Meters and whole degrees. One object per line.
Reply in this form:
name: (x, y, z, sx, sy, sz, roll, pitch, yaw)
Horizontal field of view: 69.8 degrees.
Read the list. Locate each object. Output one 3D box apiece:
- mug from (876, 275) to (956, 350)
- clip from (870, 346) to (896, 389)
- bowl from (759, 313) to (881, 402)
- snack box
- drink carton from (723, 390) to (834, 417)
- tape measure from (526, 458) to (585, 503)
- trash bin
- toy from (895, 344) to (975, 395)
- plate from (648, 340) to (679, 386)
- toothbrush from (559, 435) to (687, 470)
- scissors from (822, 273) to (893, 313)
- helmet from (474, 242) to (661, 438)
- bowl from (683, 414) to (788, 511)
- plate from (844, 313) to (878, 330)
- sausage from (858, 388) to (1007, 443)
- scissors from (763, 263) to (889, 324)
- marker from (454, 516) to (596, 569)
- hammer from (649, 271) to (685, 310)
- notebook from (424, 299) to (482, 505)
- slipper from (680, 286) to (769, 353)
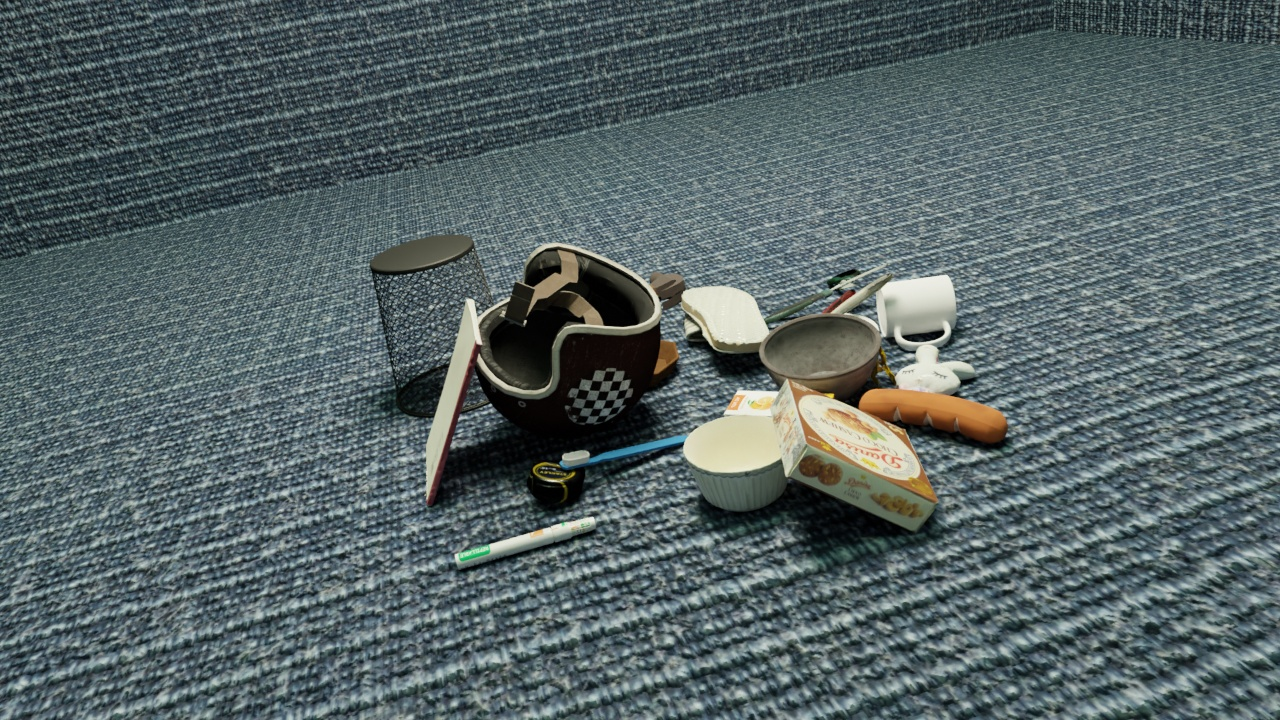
mug: (0.373, -0.059, 1.230, 0.090, 0.074, 0.110, -7, 50, 7)
clip: (0.295, 0.009, 1.138, 0.046, 0.048, 0.054, -48, 18, 18)
bowl: (0.223, 0.007, 1.126, 0.145, 0.067, 0.144, -11, 31, 6)
snack box: (0.207, 0.091, 0.909, 0.143, 0.041, 0.146, 24, 23, -8)
drink carton: (0.159, 0.068, 1.063, 0.123, 0.040, 0.058, 1, 27, 24)
tape measure: (-0.095, 0.136, 1.022, 0.062, 0.034, 0.061, 6, 20, 4)
trash bin: (-0.284, -0.056, 1.304, 0.184, 0.210, 0.183, -9, 25, 4)
toy: (0.346, 0.021, 1.093, 0.079, 0.038, 0.122, 17, 38, 32)
plate: (-0.008, 0.008, 1.278, 0.131, 0.025, 0.131, -9, 24, 4)
toothbrush: (-0.015, 0.102, 1.053, 0.166, 0.014, 0.016, -10, 26, -28)
scissors: (0.258, -0.062, 1.229, 0.180, 0.015, 0.198, -35, 3, 36)
helmet: (-0.090, -0.026, 1.108, 0.233, 0.254, 0.233, 8, 34, -24)
bowl: (0.106, 0.111, 0.962, 0.115, 0.062, 0.115, -8, 25, 4)
plate: (0.262, -0.034, 1.277, 0.134, 0.011, 0.134, -9, 24, 4)
sausage: (0.322, 0.058, 1.015, 0.164, 0.044, 0.039, 10, -3, 38)
scissors: (0.278, -0.106, 1.385, 0.202, 0.015, 0.204, -23, 5, 14)
marker: (-0.117, 0.187, 0.943, 0.145, 0.017, 0.017, -15, 25, -8)
hammer: (-0.078, -0.083, 1.500, 0.322, 0.033, 0.115, -18, 24, -15)
notebook: (-0.225, 0.046, 1.089, 0.012, 0.209, 0.153, 14, 19, -19)
slipper: (0.121, -0.055, 1.329, 0.114, 0.054, 0.272, -9, 20, -6)
